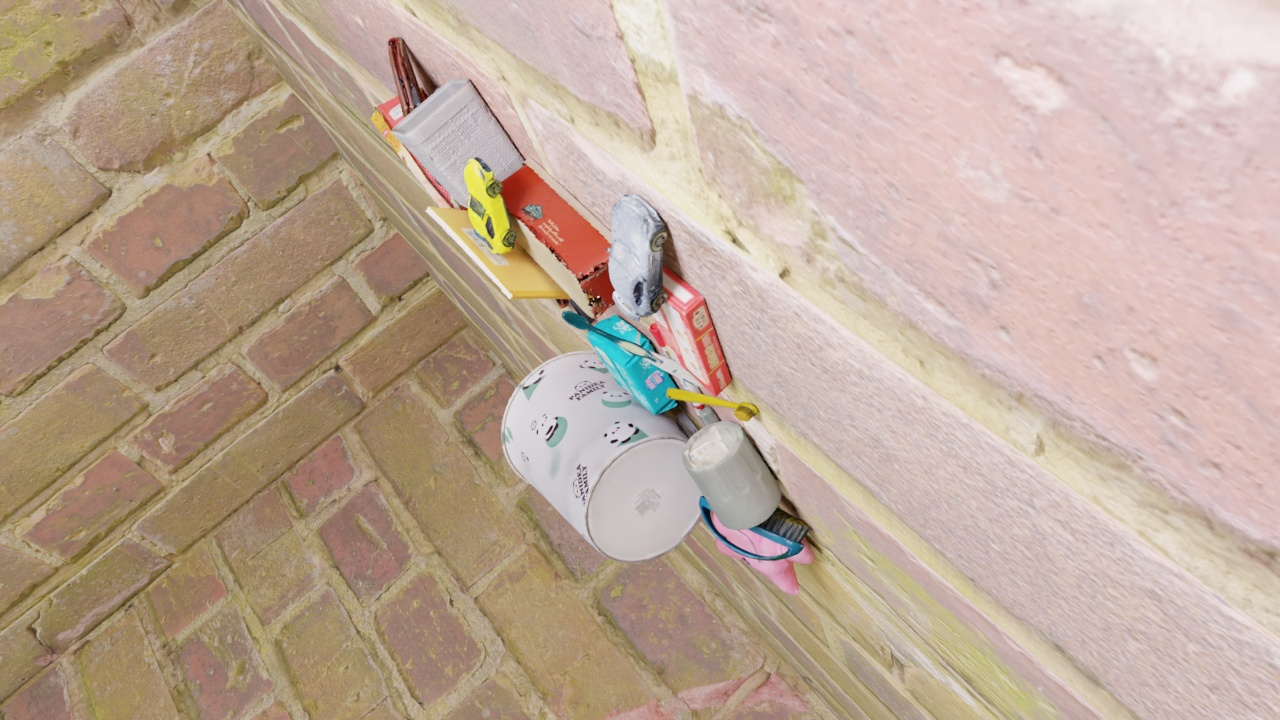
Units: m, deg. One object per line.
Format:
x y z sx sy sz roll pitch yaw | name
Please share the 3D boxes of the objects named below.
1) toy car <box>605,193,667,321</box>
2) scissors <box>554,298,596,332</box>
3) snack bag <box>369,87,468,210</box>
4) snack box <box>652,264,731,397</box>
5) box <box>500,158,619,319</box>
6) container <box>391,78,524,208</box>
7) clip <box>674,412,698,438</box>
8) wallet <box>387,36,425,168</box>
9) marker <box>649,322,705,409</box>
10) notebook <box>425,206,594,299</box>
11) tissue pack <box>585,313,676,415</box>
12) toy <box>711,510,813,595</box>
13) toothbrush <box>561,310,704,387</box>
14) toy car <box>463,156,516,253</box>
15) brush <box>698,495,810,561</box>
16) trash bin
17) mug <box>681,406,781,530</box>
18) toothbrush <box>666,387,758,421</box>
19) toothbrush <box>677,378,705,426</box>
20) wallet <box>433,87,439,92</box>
-0.005 -0.088 0.796 0.054 0.036 0.121 45 151 32 | toy car
-0.108 -0.098 1.319 0.189 0.015 0.226 50 171 -1 | scissors
-0.256 -0.252 1.199 0.208 0.073 0.128 54 -155 -10 | snack bag
0.044 -0.030 0.891 0.075 0.025 0.153 42 168 34 | snack box
-0.088 -0.122 0.966 0.168 0.078 0.091 46 168 24 | box
-0.192 -0.230 0.995 0.114 0.090 0.090 51 171 -28 | container
0.069 0.097 1.265 0.058 0.025 0.036 55 163 10 | clip
-0.268 -0.302 1.079 0.101 0.032 0.124 88 162 -58 | wallet
0.045 0.009 1.056 0.017 0.017 0.145 39 166 46 | marker
-0.128 -0.119 1.033 0.146 0.010 0.205 46 -157 18 | notebook
-0.007 0.007 1.175 0.093 0.050 0.133 38 165 42 | tissue pack
0.153 0.238 1.239 0.194 0.074 0.179 51 150 5 | toy
-0.002 -0.011 0.978 0.191 0.016 0.018 25 -169 -25 | toothbrush
-0.157 -0.155 0.930 0.048 0.032 0.105 41 151 42 | toy car
0.135 0.206 1.140 0.144 0.073 0.055 23 180 24 | brush
-0.042 0.134 1.264 0.229 0.229 0.252 56 170 -33 | trash bin
0.103 0.122 1.083 0.103 0.084 0.123 56 -167 -31 | mug
0.074 0.047 1.014 0.015 0.016 0.190 50 164 -19 | toothbrush
0.073 0.058 1.132 0.017 0.012 0.186 33 161 41 | toothbrush
-0.226 -0.267 1.109 0.115 0.033 0.090 139 112 -82 | wallet
